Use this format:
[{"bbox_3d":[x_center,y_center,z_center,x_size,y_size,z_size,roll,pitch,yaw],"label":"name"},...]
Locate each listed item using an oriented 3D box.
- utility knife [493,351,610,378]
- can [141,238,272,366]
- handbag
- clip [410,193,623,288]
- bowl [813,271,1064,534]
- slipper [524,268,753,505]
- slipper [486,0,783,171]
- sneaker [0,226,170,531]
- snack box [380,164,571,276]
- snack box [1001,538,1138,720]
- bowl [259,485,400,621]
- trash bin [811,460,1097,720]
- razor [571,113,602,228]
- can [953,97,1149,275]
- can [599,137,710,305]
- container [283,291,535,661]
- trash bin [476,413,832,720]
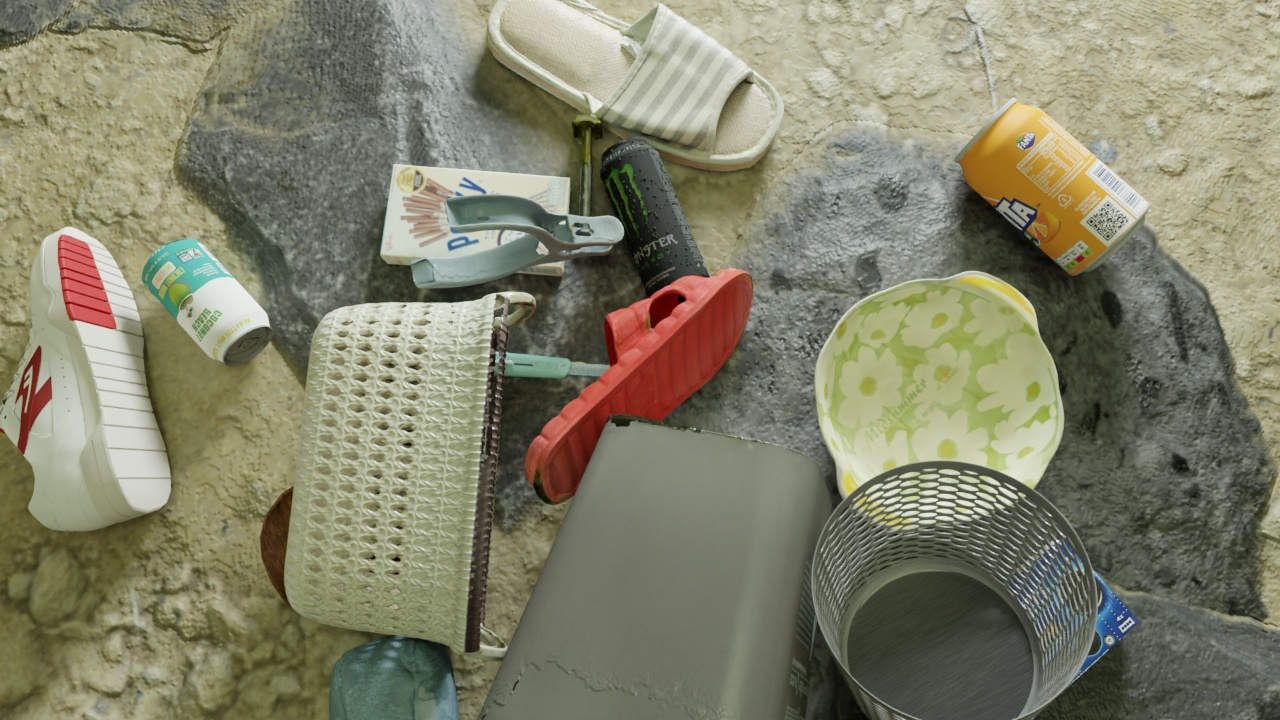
[{"bbox_3d":[-0.088,0.004,0.747,0.147,0.015,0.022,4,82,-3],"label":"utility knife"},{"bbox_3d":[-0.345,-0.046,0.732,0.055,0.055,0.101,-43,82,-10],"label":"can"},{"bbox_3d":[-0.148,0.286,0.633,0.118,0.122,0.191,-6,74,-7],"label":"handbag"},{"bbox_3d":[-0.113,-0.083,0.716,0.165,0.172,0.030,-21,76,40],"label":"clip"},{"bbox_3d":[0.225,0.035,0.721,0.188,0.060,0.219,32,78,7],"label":"bowl"},{"bbox_3d":[-0.004,0.004,0.693,0.059,0.104,0.248,34,59,27],"label":"slipper"},{"bbox_3d":[-0.008,-0.250,0.787,0.273,0.054,0.114,25,83,5],"label":"slipper"},{"bbox_3d":[-0.448,0.018,0.706,0.104,0.090,0.236,-18,82,1],"label":"sneaker"},{"bbox_3d":[-0.136,-0.117,0.766,0.150,0.026,0.082,4,79,-1],"label":"snack box"},{"bbox_3d":[0.293,0.212,0.699,0.150,0.027,0.082,-38,80,-9],"label":"snack box"},{"bbox_3d":[-0.233,0.144,0.703,0.101,0.026,0.114,-28,82,-23],"label":"bowl"},{"bbox_3d":[0.200,0.174,0.606,0.156,0.183,0.156,-7,59,12],"label":"trash bin"},{"bbox_3d":[-0.046,-0.150,0.774,0.026,0.042,0.106,2,87,-3],"label":"razor"},{"bbox_3d":[0.334,-0.142,0.752,0.079,0.079,0.142,-44,82,-10],"label":"can"},{"bbox_3d":[0.011,-0.112,0.752,0.054,0.054,0.137,-20,78,-5],"label":"can"},{"bbox_3d":[-0.153,0.074,0.634,0.143,0.185,0.251,5,81,-9],"label":"container"},{"bbox_3d":[0.028,0.172,0.616,0.198,0.197,0.219,10,69,21],"label":"trash bin"}]
